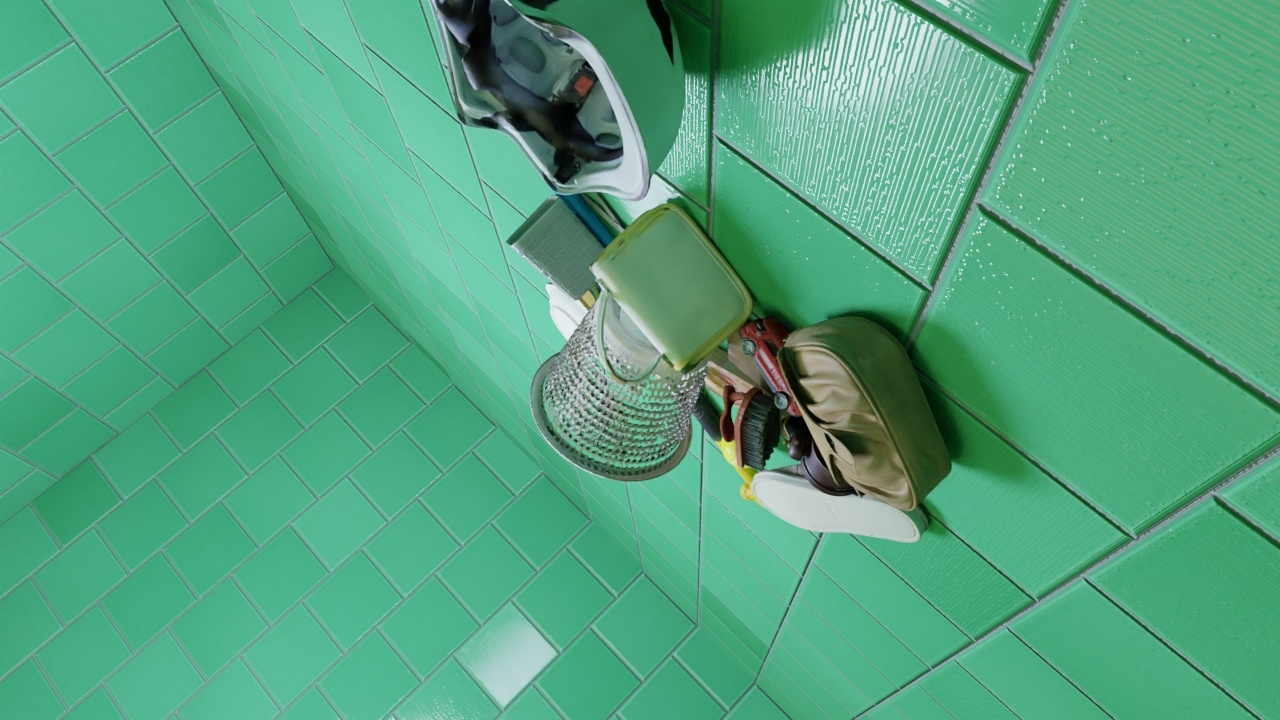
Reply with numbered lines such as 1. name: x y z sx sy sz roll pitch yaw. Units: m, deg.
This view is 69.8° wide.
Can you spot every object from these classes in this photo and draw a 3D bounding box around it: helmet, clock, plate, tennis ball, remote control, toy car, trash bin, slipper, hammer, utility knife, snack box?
1. helmet: -0.055 -0.264 0.783 0.259 0.145 0.229 32 160 21
2. clock: 0.216 0.099 1.040 0.122 0.082 0.055 40 158 16
3. plate: -0.106 -0.058 1.569 0.164 0.034 0.164 55 162 -20
4. tennis ball: 0.146 0.118 1.286 0.065 0.065 0.065 43 163 16
5. remote control: 0.224 0.106 1.092 0.136 0.053 0.024 46 132 29
6. toy car: 0.154 0.005 0.998 0.045 0.052 0.120 -41 71 35
7. trash bin: -0.007 0.008 1.155 0.227 0.226 0.193 43 136 16
8. slipper: 0.250 0.175 1.171 0.114 0.054 0.275 51 153 -22
9. hammer: 0.122 0.113 1.388 0.301 0.032 0.129 53 162 -17
10. utility knife: -0.062 -0.179 1.215 0.162 0.018 0.034 48 163 -7
11. snack box: 0.138 0.037 1.190 0.157 0.026 0.084 32 157 42

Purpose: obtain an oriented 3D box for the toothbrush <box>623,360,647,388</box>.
1. toothbrush: -0.039 -0.032 1.473 0.026 0.026 0.221 -92 -21 -50

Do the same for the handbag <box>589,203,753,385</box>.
1. handbag: 0.013 -0.062 1.014 0.163 0.178 0.063 50 169 -12

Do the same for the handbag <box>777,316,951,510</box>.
1. handbag: 0.215 0.055 0.909 0.204 0.099 0.148 60 162 -23

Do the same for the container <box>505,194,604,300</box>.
1. container: -0.104 -0.147 1.216 0.114 0.090 0.090 44 179 -17

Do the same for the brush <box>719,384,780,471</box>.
1. brush: 0.131 0.077 1.131 0.069 0.063 0.146 25 157 21

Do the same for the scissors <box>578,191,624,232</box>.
1. scissors: -0.022 -0.164 1.162 0.179 0.014 0.159 35 157 43

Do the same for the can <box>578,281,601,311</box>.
1. can: -0.083 -0.133 1.313 0.148 0.049 0.075 55 162 -23

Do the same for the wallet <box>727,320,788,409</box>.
1. wallet: 0.150 0.005 1.080 0.115 0.033 0.090 39 159 29
